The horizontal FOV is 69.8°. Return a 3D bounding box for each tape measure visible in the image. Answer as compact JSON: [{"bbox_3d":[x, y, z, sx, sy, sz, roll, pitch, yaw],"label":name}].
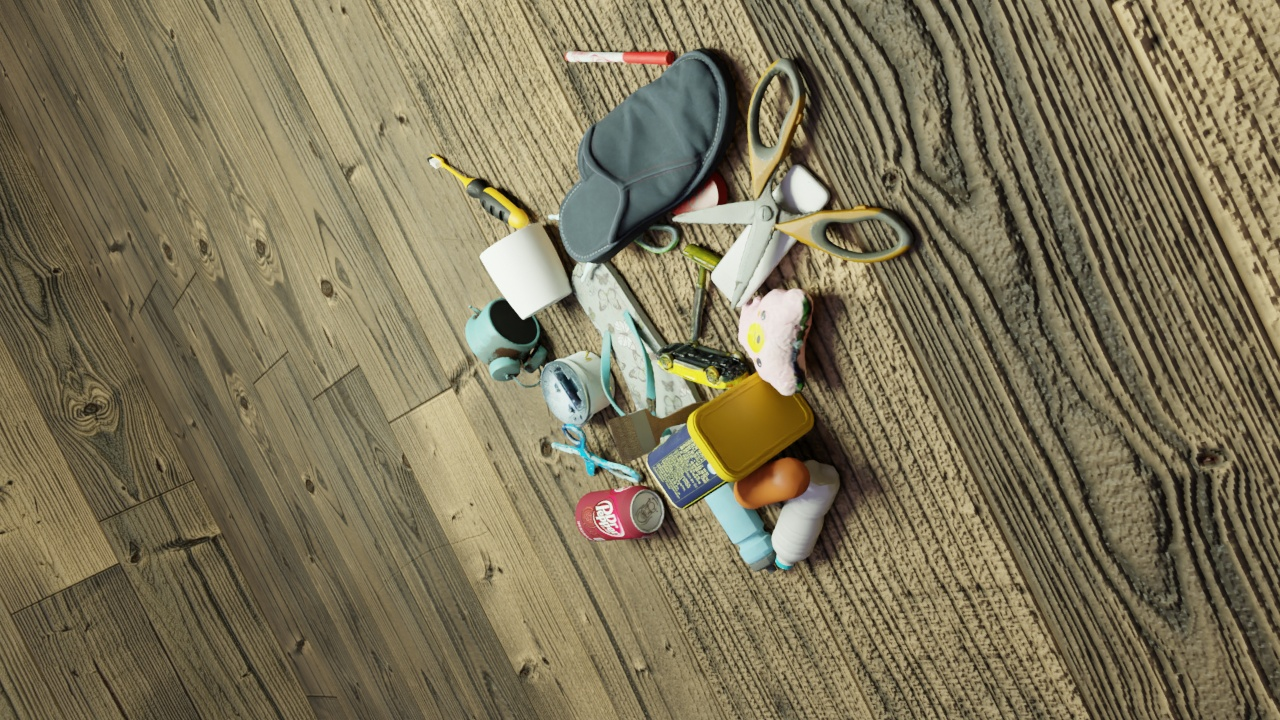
[{"bbox_3d":[0.057,-0.157,0.883,0.051,0.019,0.059,47,131,23],"label":"tape measure"}]

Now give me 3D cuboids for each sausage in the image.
[{"bbox_3d":[0.124,0.124,0.910,0.164,0.044,0.039,123,148,-74],"label":"sausage"}]

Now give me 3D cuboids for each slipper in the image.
[{"bbox_3d":[-0.017,-0.184,0.875,0.266,0.083,0.109,-40,70,40],"label":"slipper"},{"bbox_3d":[-0.006,0.006,1.019,0.098,0.054,0.268,-30,87,48],"label":"slipper"}]

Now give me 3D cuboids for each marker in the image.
[{"bbox_3d":[-0.024,-0.296,0.898,0.142,0.012,0.013,17,123,40],"label":"marker"}]

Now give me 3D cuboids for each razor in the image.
[{"bbox_3d":[0.060,-0.065,0.933,0.042,0.026,0.106,30,135,29],"label":"razor"}]

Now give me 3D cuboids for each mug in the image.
[{"bbox_3d":[-0.132,-0.101,1.082,0.087,0.081,0.114,60,170,-3],"label":"mug"}]

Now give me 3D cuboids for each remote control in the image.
[{"bbox_3d":[0.117,-0.112,0.840,0.045,0.008,0.147,50,129,16],"label":"remote control"}]

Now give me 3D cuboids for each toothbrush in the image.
[{"bbox_3d":[-0.201,-0.210,1.122,0.197,0.030,0.031,38,150,32],"label":"toothbrush"}]

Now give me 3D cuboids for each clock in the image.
[{"bbox_3d":[-0.162,-0.021,1.140,0.124,0.089,0.053,55,130,10],"label":"clock"},{"bbox_3d":[-0.082,0.038,1.111,0.083,0.056,0.118,57,140,5],"label":"clock"}]

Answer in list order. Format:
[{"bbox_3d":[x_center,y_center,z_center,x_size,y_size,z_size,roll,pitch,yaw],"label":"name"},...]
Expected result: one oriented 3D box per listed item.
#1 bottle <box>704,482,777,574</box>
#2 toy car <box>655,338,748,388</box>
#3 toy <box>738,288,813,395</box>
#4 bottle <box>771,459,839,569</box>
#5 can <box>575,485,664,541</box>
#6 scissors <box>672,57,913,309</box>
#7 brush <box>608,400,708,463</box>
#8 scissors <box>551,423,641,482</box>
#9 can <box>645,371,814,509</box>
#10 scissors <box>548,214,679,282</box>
[{"bbox_3d":[0.109,0.175,0.999,0.130,0.040,0.040,57,140,6],"label":"bottle"},{"bbox_3d":[0.063,0.004,0.948,0.107,0.049,0.030,20,127,40],"label":"toy car"},{"bbox_3d":[0.125,-0.027,0.863,0.093,0.050,0.102,31,122,48],"label":"toy"},{"bbox_3d":[0.164,0.161,0.931,0.044,0.044,0.136,36,133,28],"label":"bottle"},{"bbox_3d":[-0.027,0.189,1.132,0.114,0.063,0.063,-17,98,49],"label":"can"},{"bbox_3d":[0.131,-0.138,0.795,0.230,0.016,0.226,24,117,24],"label":"scissors"},{"bbox_3d":[0.028,0.065,0.944,0.008,0.142,0.045,-20,87,49],"label":"brush"},{"bbox_3d":[-0.063,0.115,1.133,0.134,0.011,0.140,15,151,35],"label":"scissors"},{"bbox_3d":[0.085,0.078,0.899,0.075,0.134,0.105,56,142,8],"label":"can"},{"bbox_3d":[-0.031,-0.154,0.973,0.172,0.024,0.166,12,121,30],"label":"scissors"}]
